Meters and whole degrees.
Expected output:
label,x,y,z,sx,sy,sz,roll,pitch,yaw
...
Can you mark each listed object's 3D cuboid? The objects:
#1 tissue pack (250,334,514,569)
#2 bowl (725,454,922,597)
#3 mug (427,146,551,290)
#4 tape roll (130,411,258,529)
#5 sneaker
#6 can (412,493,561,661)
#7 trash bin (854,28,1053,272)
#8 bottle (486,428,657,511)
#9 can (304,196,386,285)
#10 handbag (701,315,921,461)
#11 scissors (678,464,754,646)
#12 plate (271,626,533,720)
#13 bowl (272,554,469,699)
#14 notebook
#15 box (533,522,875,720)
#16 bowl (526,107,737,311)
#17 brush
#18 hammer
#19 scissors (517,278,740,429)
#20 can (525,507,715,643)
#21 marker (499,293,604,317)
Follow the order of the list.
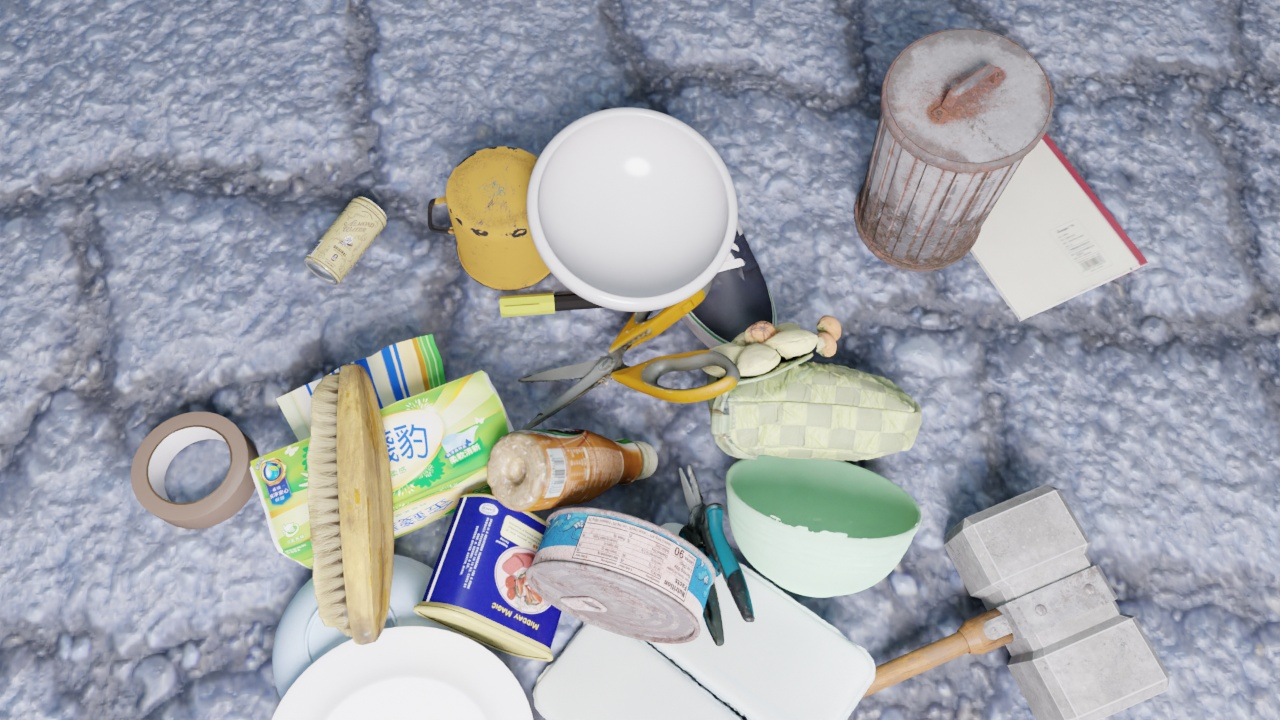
label,x,y,z,sx,sy,sz,roll,pitch,yaw
tissue pack,-0.207,0.061,0.740,0.197,0.120,0.141,-20,71,-18
bowl,0.136,0.135,0.718,0.151,0.150,0.077,8,107,1
mug,-0.135,-0.131,0.837,0.124,0.094,0.100,3,66,-1
tape roll,-0.370,0.091,0.765,0.093,0.030,0.093,1,66,-2
sneaker,0.062,-0.109,0.843,0.084,0.079,0.235,-17,68,-10
can,-0.104,0.165,0.699,0.057,0.116,0.092,-8,55,40
trash bin,0.262,-0.178,0.799,0.131,0.211,0.130,-2,70,4
bottle,-0.044,0.082,0.719,0.059,0.166,0.059,-2,87,35
can,-0.274,-0.112,0.855,0.038,0.038,0.079,27,68,10
handbag,0.139,0.021,0.760,0.186,0.113,0.117,4,105,1
scissors,0.050,0.150,0.709,0.019,0.127,0.143,15,84,-34
plate,-0.167,0.283,0.645,0.188,0.016,0.188,0,92,-14
bowl,-0.209,0.213,0.692,0.150,0.075,0.150,1,65,-2
notebook,0.380,-0.152,0.910,0.153,0.012,0.208,-22,69,-12
box,0.042,0.239,0.685,0.209,0.037,0.188,32,66,32
bowl,-0.009,-0.122,0.786,0.176,0.066,0.176,2,78,-8
brush,-0.202,0.098,0.640,0.043,0.059,0.195,-9,75,4
hammer,0.207,0.233,0.704,0.317,0.083,0.162,-22,68,-3
scissors,-0.006,0.003,0.762,0.225,0.016,0.216,-40,38,-8
can,-0.014,0.156,0.660,0.130,0.130,0.044,17,59,6
marker,-0.067,-0.053,0.846,0.124,0.017,0.021,-4,22,-5
